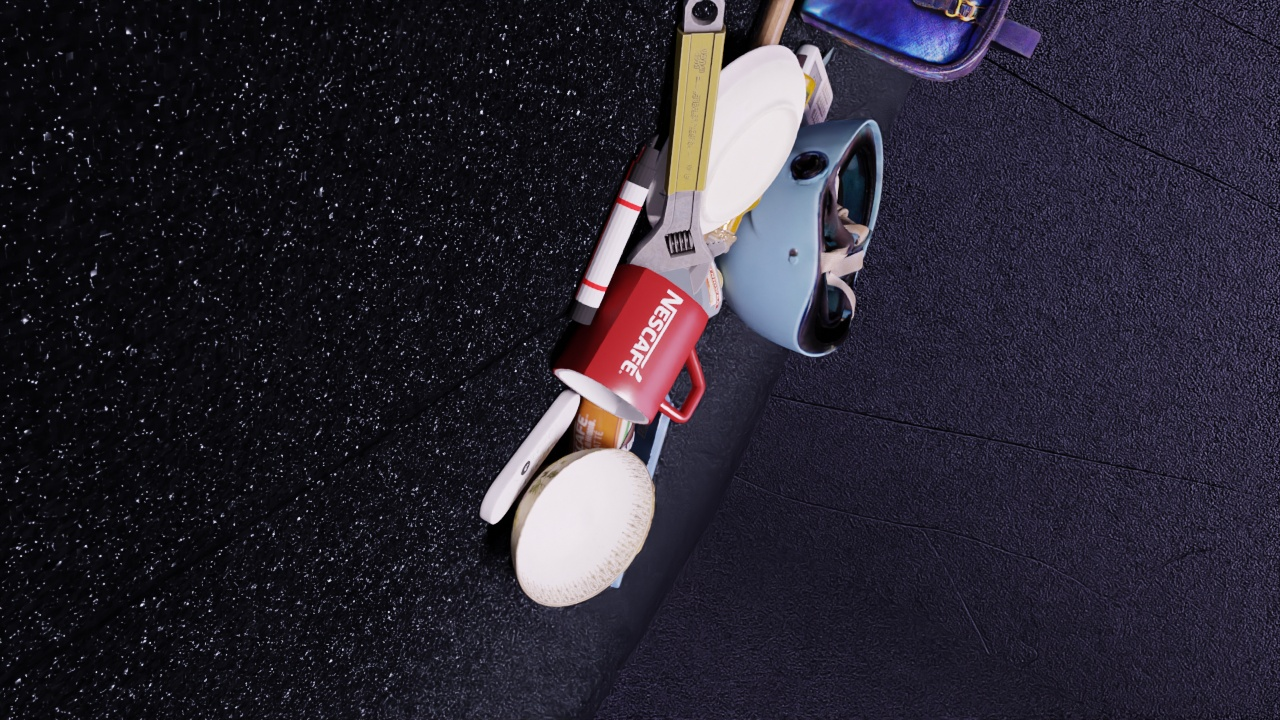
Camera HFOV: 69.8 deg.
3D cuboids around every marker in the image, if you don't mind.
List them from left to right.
[{"bbox_3d":[-0.017,-0.095,0.669,0.146,0.019,0.019,-66,168,13],"label":"marker"}]

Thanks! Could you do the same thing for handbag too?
[{"bbox_3d":[0.284,-0.351,0.908,0.126,0.222,0.204,-68,168,20],"label":"handbag"}]

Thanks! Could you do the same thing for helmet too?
[{"bbox_3d":[0.176,-0.148,1.014,0.265,0.167,0.225,-65,155,-12],"label":"helmet"}]

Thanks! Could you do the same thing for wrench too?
[{"bbox_3d":[0.031,-0.146,0.687,0.274,0.083,0.018,93,-6,-46],"label":"wrench"}]

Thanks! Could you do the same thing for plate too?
[{"bbox_3d":[0.081,-0.171,0.763,0.182,0.034,0.183,-40,158,-20],"label":"plate"}]

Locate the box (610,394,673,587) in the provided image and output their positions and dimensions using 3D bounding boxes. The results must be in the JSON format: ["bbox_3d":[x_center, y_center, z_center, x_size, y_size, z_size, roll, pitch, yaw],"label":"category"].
[{"bbox_3d":[-0.006,0.132,0.995,0.126,0.039,0.209,-125,-132,-64],"label":"box"}]

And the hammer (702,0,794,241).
[{"bbox_3d":[0.094,-0.237,0.805,0.132,0.040,0.306,-51,164,-57],"label":"hammer"}]

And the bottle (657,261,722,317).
[{"bbox_3d":[0.053,-0.075,0.903,0.161,0.046,0.072,-28,105,-75],"label":"bottle"}]

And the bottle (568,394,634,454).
[{"bbox_3d":[-0.033,0.047,0.821,0.059,0.059,0.167,-51,155,-45],"label":"bottle"}]

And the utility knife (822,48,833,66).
[{"bbox_3d":[0.196,-0.328,1.098,0.197,0.015,0.031,-55,167,-38],"label":"utility knife"}]

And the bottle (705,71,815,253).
[{"bbox_3d":[0.108,-0.198,0.906,0.186,0.053,0.053,-64,168,9],"label":"bottle"}]

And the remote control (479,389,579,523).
[{"bbox_3d":[-0.089,0.077,0.751,0.136,0.013,0.043,-55,166,-35],"label":"remote control"}]

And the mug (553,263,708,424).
[{"bbox_3d":[0.005,-0.004,0.725,0.096,0.116,0.081,-60,-157,-14],"label":"mug"}]

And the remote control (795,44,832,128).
[{"bbox_3d":[0.192,-0.304,1.048,0.060,0.025,0.138,-68,159,-2],"label":"remote control"}]

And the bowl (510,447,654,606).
[{"bbox_3d":[-0.062,0.132,0.792,0.144,0.063,0.145,-19,121,-35],"label":"bowl"}]
